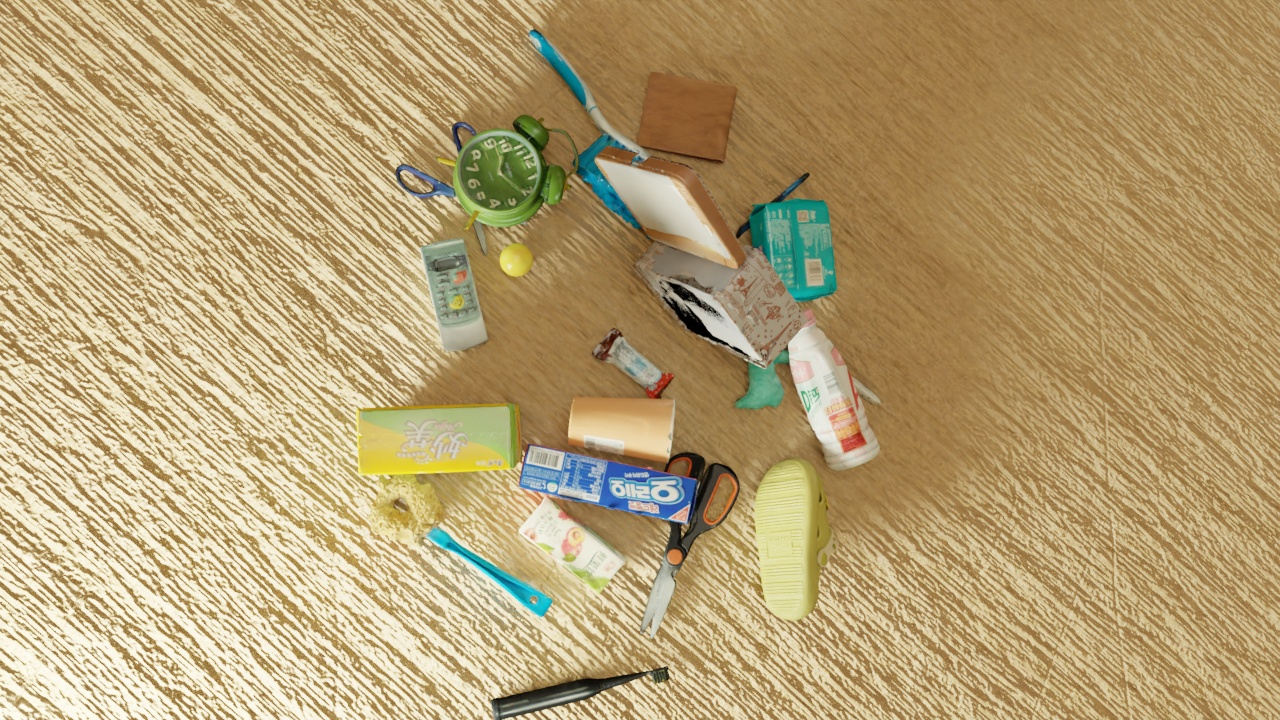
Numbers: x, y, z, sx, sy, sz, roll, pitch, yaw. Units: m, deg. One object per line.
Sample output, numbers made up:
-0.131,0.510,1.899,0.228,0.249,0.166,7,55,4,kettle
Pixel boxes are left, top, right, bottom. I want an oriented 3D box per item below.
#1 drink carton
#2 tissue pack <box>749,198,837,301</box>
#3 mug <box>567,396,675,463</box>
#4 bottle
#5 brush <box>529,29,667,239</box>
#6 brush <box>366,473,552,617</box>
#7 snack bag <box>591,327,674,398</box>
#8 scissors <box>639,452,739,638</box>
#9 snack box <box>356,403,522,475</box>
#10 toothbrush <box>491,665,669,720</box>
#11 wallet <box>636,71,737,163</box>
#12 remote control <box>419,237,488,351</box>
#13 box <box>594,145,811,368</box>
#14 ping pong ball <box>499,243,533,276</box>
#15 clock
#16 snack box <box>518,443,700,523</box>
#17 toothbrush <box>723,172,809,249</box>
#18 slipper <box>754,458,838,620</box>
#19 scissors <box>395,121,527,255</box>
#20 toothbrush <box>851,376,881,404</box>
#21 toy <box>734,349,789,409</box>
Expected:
-0.080,0.218,1.092,0.122,0.045,0.053,38,88,-1,drink carton
0.189,-0.138,1.144,0.093,0.050,0.133,-4,86,-15,tissue pack
-0.023,0.079,1.099,0.123,0.078,0.078,5,84,0,mug
0.226,0.034,1.124,0.068,0.068,0.197,-23,91,-8,bottle
-0.051,-0.277,1.140,0.314,0.061,0.109,40,77,1,brush
-0.213,0.222,1.086,0.254,0.046,0.083,36,78,-5,brush
-0.007,0.007,1.128,0.105,0.026,0.045,39,85,0,snack bag
0.033,0.220,1.120,0.148,0.022,0.234,42,87,6,scissors
-0.211,0.084,1.008,0.157,0.210,0.070,-2,86,-5,snack box
-0.069,0.392,1.088,0.212,0.026,0.027,-10,73,-7,toothbrush
0.059,-0.310,1.168,0.115,0.020,0.101,11,85,-2,wallet
-0.227,-0.079,1.117,0.056,0.019,0.135,-13,86,-7,remote control
0.057,-0.120,1.020,0.082,0.177,0.260,-47,127,-10,box
-0.151,-0.123,1.118,0.040,0.040,0.040,1,85,-6,ping pong ball
-0.153,-0.229,1.105,0.161,0.056,0.116,-23,91,-5,clock
-0.037,0.145,1.087,0.207,0.058,0.057,11,83,2,snack box
0.145,-0.182,1.168,0.189,0.014,0.016,-41,64,-9,toothbrush
0.192,0.216,1.111,0.081,0.092,0.190,14,72,-42,slipper
-0.221,-0.214,1.134,0.174,0.012,0.162,6,85,-7,scissors
0.231,-0.005,1.160,0.187,0.016,0.017,38,72,-1,toothbrush
0.159,0.014,1.144,0.096,0.030,0.092,-3,87,-17,toy
